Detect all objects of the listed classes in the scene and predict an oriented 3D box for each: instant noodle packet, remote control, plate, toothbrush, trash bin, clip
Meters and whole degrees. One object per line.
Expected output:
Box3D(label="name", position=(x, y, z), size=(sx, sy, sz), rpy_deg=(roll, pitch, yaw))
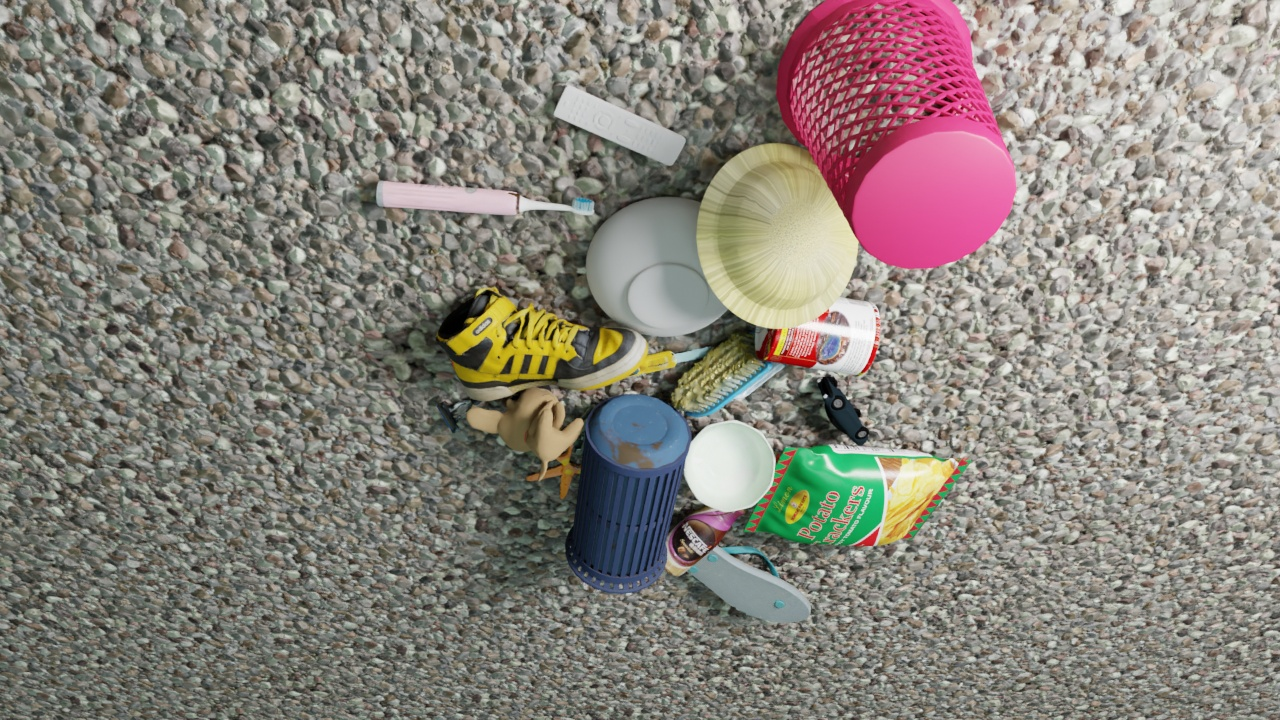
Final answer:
Box3D(label="instant noodle packet", position=(0.284, 0.183, 1.226), size=(0.252, 0.090, 0.196), rpy_deg=(5, 137, -10))
Box3D(label="remote control", position=(-0.020, -0.230, 0.900), size=(0.131, 0.012, 0.033), rpy_deg=(20, 127, -18))
Box3D(label="plate", position=(0.147, -0.124, 0.906), size=(0.184, 0.036, 0.184), rpy_deg=(-1, 94, -21))
Box3D(label="toothbrush", position=(-0.158, -0.165, 0.948), size=(0.222, 0.027, 0.027), rpy_deg=(3, 134, -5))
Box3D(label="trash bin", position=(-0.017, 0.167, 1.167), size=(0.139, 0.139, 0.250), rpy_deg=(5, 131, -6))
Box3D(label="clip", position=(-0.079, 0.085, 1.172), size=(0.050, 0.023, 0.078), rpy_deg=(13, 123, -17))

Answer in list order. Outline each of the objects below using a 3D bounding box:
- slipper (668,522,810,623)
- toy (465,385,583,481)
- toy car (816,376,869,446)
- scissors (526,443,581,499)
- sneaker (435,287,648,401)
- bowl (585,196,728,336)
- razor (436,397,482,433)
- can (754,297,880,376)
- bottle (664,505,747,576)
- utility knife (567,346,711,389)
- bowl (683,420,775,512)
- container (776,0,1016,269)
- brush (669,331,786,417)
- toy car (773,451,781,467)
Box3D(label="slipper", position=(0.138, 0.315, 1.382), size=(0.268, 0.054, 0.098), rpy_deg=(32, 127, -13))
Box3D(label="toy", position=(-0.128, 0.081, 1.119), size=(0.134, 0.108, 0.106), rpy_deg=(20, 94, -39))
Box3D(label="toy car", position=(0.252, 0.065, 1.152), size=(0.034, 0.046, 0.112), rpy_deg=(-31, 128, 17))
Box3D(label="scissors", position=(-0.091, 0.147, 1.242), size=(0.128, 0.011, 0.126), rpy_deg=(8, 131, -8))
Box3D(label="sneaker", position=(-0.118, -0.027, 1.021), size=(0.239, 0.085, 0.122), rpy_deg=(-10, 134, 22))
Box3D(label="bowl", position=(0.029, -0.086, 0.995), size=(0.176, 0.066, 0.177), rpy_deg=(-1, 132, -1))
Box3D(label="razor", position=(-0.190, 0.038, 1.136), size=(0.144, 0.022, 0.043), rpy_deg=(-34, 85, 21))
Box3D(label="can", position=(0.198, -0.033, 1.033), size=(0.116, 0.086, 0.087), rpy_deg=(9, 131, -9))
Box3D(label="bottle", position=(0.094, 0.230, 1.277), size=(0.166, 0.059, 0.059), rpy_deg=(-41, 123, 11))
Box3D(label="utility knife", position=(-0.007, 0.007, 1.116), size=(0.191, 0.017, 0.030), rpy_deg=(-15, 140, 8))
Box3D(label="bowl", position=(0.112, 0.132, 1.185), size=(0.117, 0.061, 0.117), rpy_deg=(0, 93, -1))
Box3D(label="container", position=(0.225, -0.195, 0.793), size=(0.183, 0.225, 0.183), rpy_deg=(-1, 132, -1))
Box3D(label="brush", position=(0.103, 0.025, 1.109), size=(0.075, 0.055, 0.136), rpy_deg=(18, 132, -42))
Box3D(label="toy car", position=(0.150, 0.149, 1.235), size=(0.091, 0.036, 0.042), rpy_deg=(-12, 132, 17))
